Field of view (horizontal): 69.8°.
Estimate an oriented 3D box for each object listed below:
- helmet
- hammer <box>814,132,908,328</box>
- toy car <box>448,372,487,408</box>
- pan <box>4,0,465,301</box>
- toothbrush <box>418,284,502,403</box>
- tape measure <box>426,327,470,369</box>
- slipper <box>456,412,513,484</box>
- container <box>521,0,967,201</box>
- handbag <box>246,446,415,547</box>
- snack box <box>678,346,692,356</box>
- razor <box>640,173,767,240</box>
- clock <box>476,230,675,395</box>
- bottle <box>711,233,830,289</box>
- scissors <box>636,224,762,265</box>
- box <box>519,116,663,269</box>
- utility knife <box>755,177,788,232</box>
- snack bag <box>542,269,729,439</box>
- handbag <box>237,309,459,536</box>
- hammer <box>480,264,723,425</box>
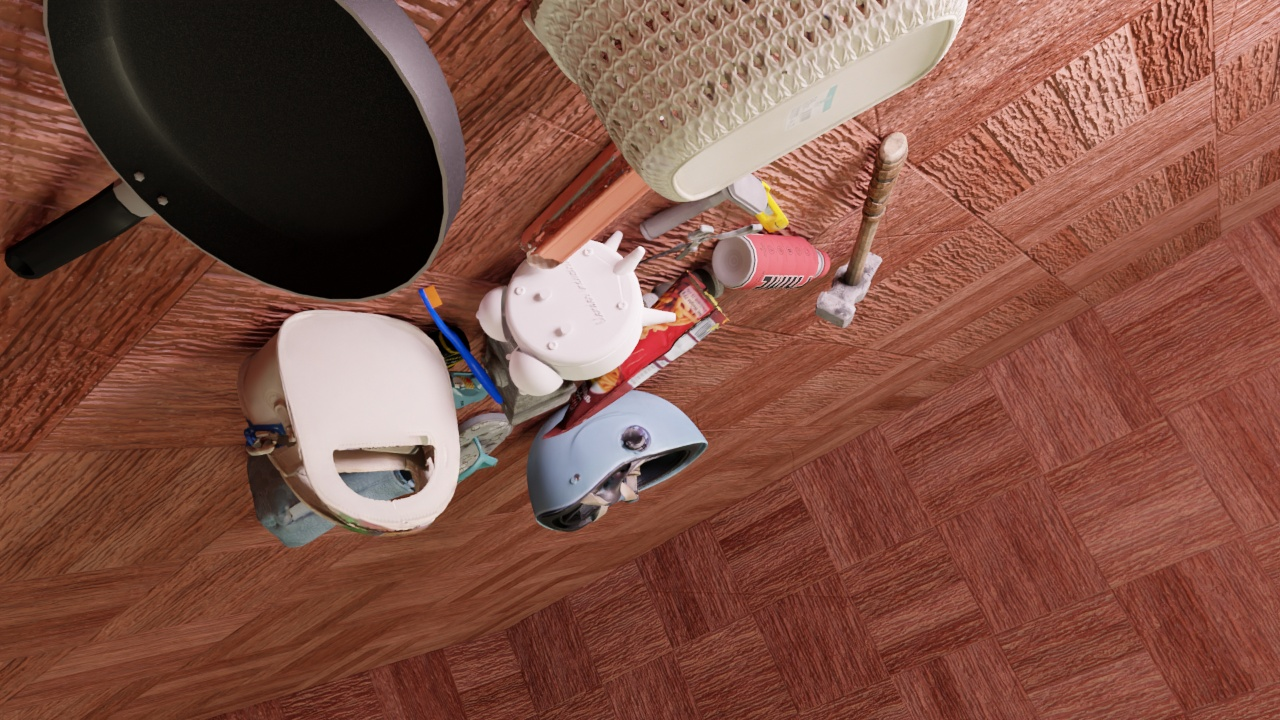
[{"bbox_3d":[-0.042,0.129,1.311,0.265,0.166,0.226,-19,164,-13],"label":"helmet"},{"bbox_3d":[0.268,-0.155,1.081,0.121,0.049,0.319,-55,164,-19],"label":"hammer"},{"bbox_3d":[-0.216,0.037,1.051,0.060,0.027,0.107,-34,160,27],"label":"toy car"},{"bbox_3d":[-0.241,-0.103,0.484,0.357,0.044,0.204,-13,127,34],"label":"pan"},{"bbox_3d":[-0.170,-0.011,0.894,0.018,0.016,0.183,-32,140,-5],"label":"toothbrush"},{"bbox_3d":[-0.203,-0.011,0.922,0.062,0.034,0.061,-32,171,33],"label":"tape measure"},{"bbox_3d":[-0.241,0.147,1.293,0.098,0.054,0.270,-15,161,-34],"label":"slipper"},{"bbox_3d":[0.068,-0.205,0.549,0.246,0.143,0.184,-28,175,10],"label":"container"},{"bbox_3d":[-0.327,0.107,0.980,0.192,0.121,0.119,-22,145,-3],"label":"handbag"},{"bbox_3d":[-0.006,-0.014,1.171,0.087,0.034,0.151,-33,161,24],"label":"snack box"},{"bbox_3d":[0.052,-0.146,0.870,0.116,0.047,0.088,-24,164,24],"label":"razor"},{"bbox_3d":[-0.063,-0.048,0.846,0.161,0.125,0.073,-30,162,-5],"label":"clock"},{"bbox_3d":[0.159,-0.113,1.061,0.176,0.062,0.062,-5,154,-47],"label":"bottle"},{"bbox_3d":[0.055,-0.119,0.921,0.141,0.014,0.175,-15,178,1],"label":"scissors"},{"bbox_3d":[-0.035,-0.134,0.774,0.187,0.056,0.059,-37,-169,37],"label":"box"},{"bbox_3d":[0.133,-0.162,0.970,0.030,0.017,0.151,-21,167,17],"label":"utility knife"},{"bbox_3d":[-0.005,0.005,0.915,0.208,0.066,0.138,-43,-172,10],"label":"snack bag"},{"bbox_3d":[-0.249,0.065,0.813,0.093,0.199,0.200,-31,159,30],"label":"handbag"},{"bbox_3d":[-0.016,-0.047,1.013,0.325,0.079,0.177,-24,163,-21],"label":"hammer"}]
